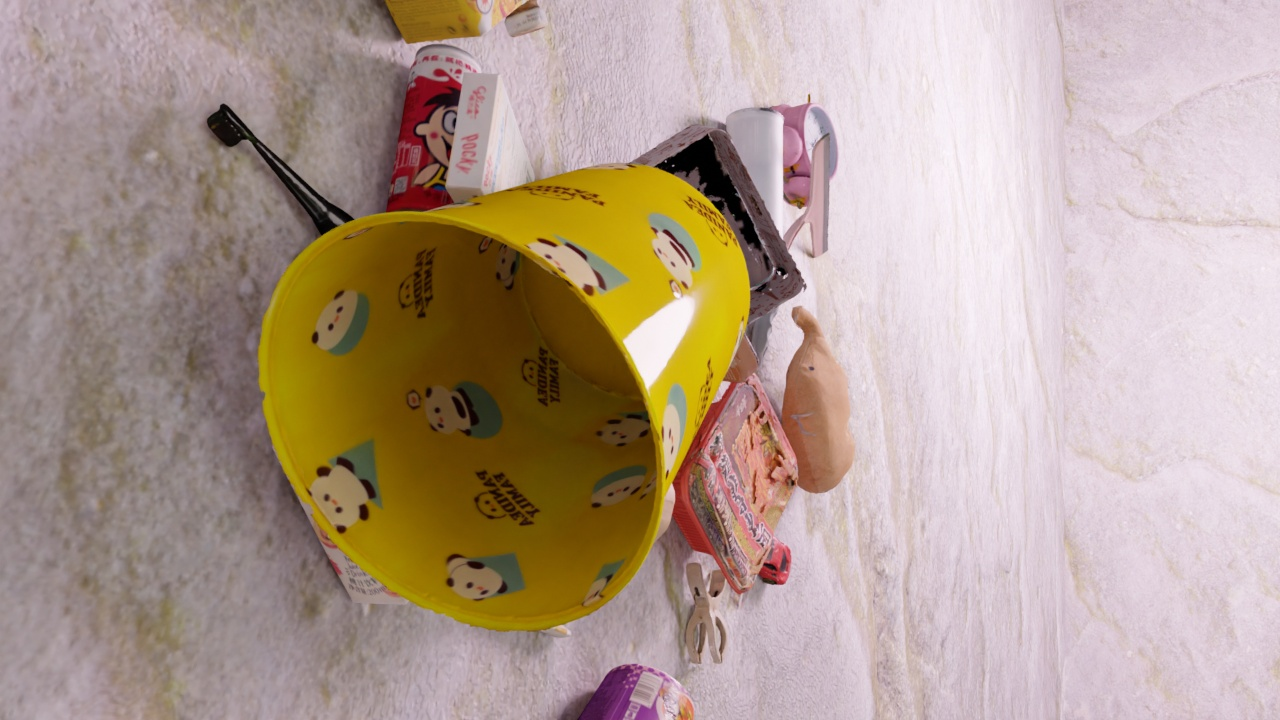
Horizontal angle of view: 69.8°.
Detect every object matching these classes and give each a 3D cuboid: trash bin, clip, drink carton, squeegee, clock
[{"bbox_3d":[-0.053,-0.007,0.562,0.254,0.230,0.230,-47,123,-59],"label":"trash bin"},{"bbox_3d":[0.068,0.259,0.934,0.061,0.034,0.097,27,56,-49],"label":"clip"},{"bbox_3d":[-0.178,0.093,0.584,0.045,0.054,0.122,-46,122,-52],"label":"drink carton"},{"bbox_3d":[0.172,-0.104,1.106,0.248,0.040,0.249,70,41,-62],"label":"squeegee"},{"bbox_3d":[0.197,-0.258,1.152,0.117,0.060,0.158,60,44,-30],"label":"clock"}]

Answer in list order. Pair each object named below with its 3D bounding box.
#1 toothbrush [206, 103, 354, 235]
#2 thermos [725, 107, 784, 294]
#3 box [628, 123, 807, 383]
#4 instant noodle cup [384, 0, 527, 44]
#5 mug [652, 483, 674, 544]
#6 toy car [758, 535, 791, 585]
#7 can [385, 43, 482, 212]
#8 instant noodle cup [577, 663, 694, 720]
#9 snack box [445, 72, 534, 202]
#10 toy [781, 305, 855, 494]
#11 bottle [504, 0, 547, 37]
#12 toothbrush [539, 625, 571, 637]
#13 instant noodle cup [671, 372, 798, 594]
[{"bbox_3d":[-0.197,-0.083,0.605,0.212,0.027,0.026,50,4,-38],"label":"toothbrush"},{"bbox_3d":[0.126,-0.167,1.037,0.073,0.073,0.224,14,75,-53],"label":"thermos"},{"bbox_3d":[0.051,-0.091,0.785,0.156,0.192,0.183,-33,111,-2],"label":"box"},{"bbox_3d":[-0.142,-0.298,0.643,0.115,0.116,0.124,-58,142,-41],"label":"instant noodle cup"},{"bbox_3d":[-0.040,0.086,0.719,0.103,0.084,0.124,25,38,-46],"label":"mug"},{"bbox_3d":[0.141,0.217,1.041,0.106,0.031,0.049,45,50,-40],"label":"toy car"},{"bbox_3d":[-0.147,-0.156,0.659,0.053,0.053,0.132,24,67,-51],"label":"can"},{"bbox_3d":[-0.008,0.316,0.760,0.111,0.112,0.099,68,29,-23],"label":"instant noodle cup"},{"bbox_3d":[-0.106,-0.132,0.671,0.157,0.027,0.084,77,18,-75],"label":"snack box"},{"bbox_3d":[0.211,0.049,1.107,0.143,0.083,0.226,-39,123,-63],"label":"toy"},{"bbox_3d":[-0.121,-0.361,0.718,0.059,0.060,0.206,-41,119,-49],"label":"bottle"},{"bbox_3d":[-0.111,0.182,0.702,0.191,0.016,0.018,40,46,-44],"label":"toothbrush"},{"bbox_3d":[0.087,0.118,0.933,0.188,0.079,0.164,-55,129,-41],"label":"instant noodle cup"}]
